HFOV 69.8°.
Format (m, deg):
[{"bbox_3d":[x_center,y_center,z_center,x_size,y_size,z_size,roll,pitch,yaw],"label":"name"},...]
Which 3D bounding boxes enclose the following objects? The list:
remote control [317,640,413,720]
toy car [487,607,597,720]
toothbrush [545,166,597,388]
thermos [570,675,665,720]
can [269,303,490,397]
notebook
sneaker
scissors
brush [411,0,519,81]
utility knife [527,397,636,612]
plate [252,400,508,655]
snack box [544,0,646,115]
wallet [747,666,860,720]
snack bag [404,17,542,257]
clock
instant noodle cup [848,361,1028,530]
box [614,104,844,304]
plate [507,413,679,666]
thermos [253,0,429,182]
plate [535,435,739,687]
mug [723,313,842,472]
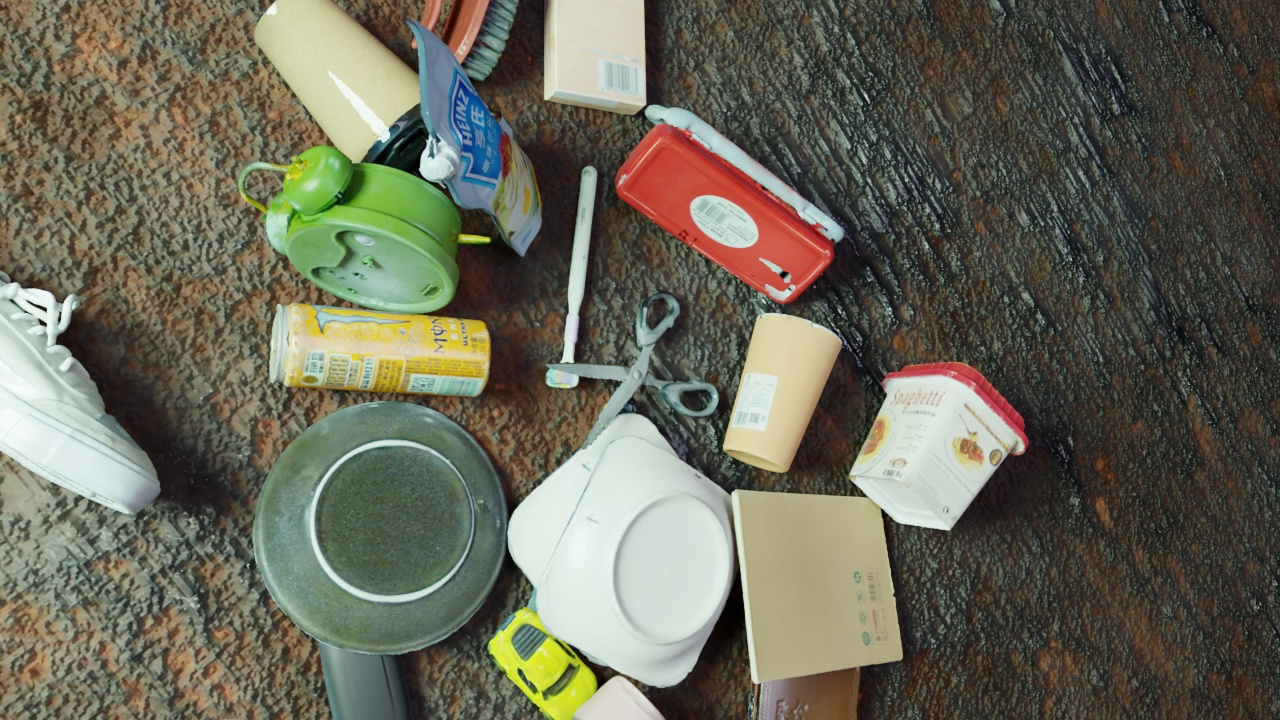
[{"bbox_3d":[-0.188,0.228,0.634,0.053,0.024,0.136,-13,88,-29],"label":"remote control"},{"bbox_3d":[-0.068,0.231,0.684,0.048,0.032,0.105,-46,114,-24],"label":"toy car"},{"bbox_3d":[-0.052,-0.071,0.750,0.020,0.029,0.189,34,59,-64],"label":"toothbrush"},{"bbox_3d":[-0.064,0.321,0.659,0.067,0.087,0.198,38,68,19],"label":"thermos"},{"bbox_3d":[-0.183,-0.006,0.652,0.145,0.058,0.058,5,80,-26],"label":"can"},{"bbox_3d":[0.155,0.186,0.778,0.207,0.008,0.147,10,69,-42],"label":"notebook"},{"bbox_3d":[-0.377,-0.005,0.544,0.242,0.090,0.090,39,63,-10],"label":"sneaker"},{"bbox_3d":[-0.001,0.008,0.742,0.181,0.014,0.159,21,60,-35],"label":"scissors"},{"bbox_3d":[-0.133,-0.289,0.717,0.069,0.063,0.145,24,74,-34],"label":"brush"},{"bbox_3d":[-0.049,0.127,0.724,0.033,0.015,0.223,28,72,-19],"label":"utility knife"},{"bbox_3d":[-0.175,0.113,0.645,0.179,0.024,0.179,9,70,-25],"label":"plate"},{"bbox_3d":[-0.039,-0.293,0.784,0.084,0.026,0.157,3,81,-26],"label":"snack box"},{"bbox_3d":[0.141,0.281,0.789,0.101,0.032,0.124,12,77,-22],"label":"wallet"},{"bbox_3d":[-0.114,-0.146,0.641,0.039,0.191,0.110,-2,80,10],"label":"snack bag"},{"bbox_3d":[-0.194,-0.090,0.629,0.161,0.116,0.056,23,61,-26],"label":"clock"},{"bbox_3d":[0.265,0.080,0.835,0.116,0.116,0.124,42,73,-16],"label":"instant noodle cup"},{"bbox_3d":[0.080,-0.147,0.808,0.201,0.096,0.100,31,31,-21],"label":"box"},{"bbox_3d":[-0.008,0.141,0.720,0.164,0.034,0.163,-42,110,-27],"label":"plate"},{"bbox_3d":[-0.202,-0.193,0.658,0.143,0.093,0.092,46,65,-4],"label":"thermos"},{"bbox_3d":[0.014,0.154,0.692,0.163,0.034,0.164,35,70,-28],"label":"plate"},{"bbox_3d":[0.118,0.030,0.791,0.078,0.078,0.122,26,76,-21],"label":"mug"}]
